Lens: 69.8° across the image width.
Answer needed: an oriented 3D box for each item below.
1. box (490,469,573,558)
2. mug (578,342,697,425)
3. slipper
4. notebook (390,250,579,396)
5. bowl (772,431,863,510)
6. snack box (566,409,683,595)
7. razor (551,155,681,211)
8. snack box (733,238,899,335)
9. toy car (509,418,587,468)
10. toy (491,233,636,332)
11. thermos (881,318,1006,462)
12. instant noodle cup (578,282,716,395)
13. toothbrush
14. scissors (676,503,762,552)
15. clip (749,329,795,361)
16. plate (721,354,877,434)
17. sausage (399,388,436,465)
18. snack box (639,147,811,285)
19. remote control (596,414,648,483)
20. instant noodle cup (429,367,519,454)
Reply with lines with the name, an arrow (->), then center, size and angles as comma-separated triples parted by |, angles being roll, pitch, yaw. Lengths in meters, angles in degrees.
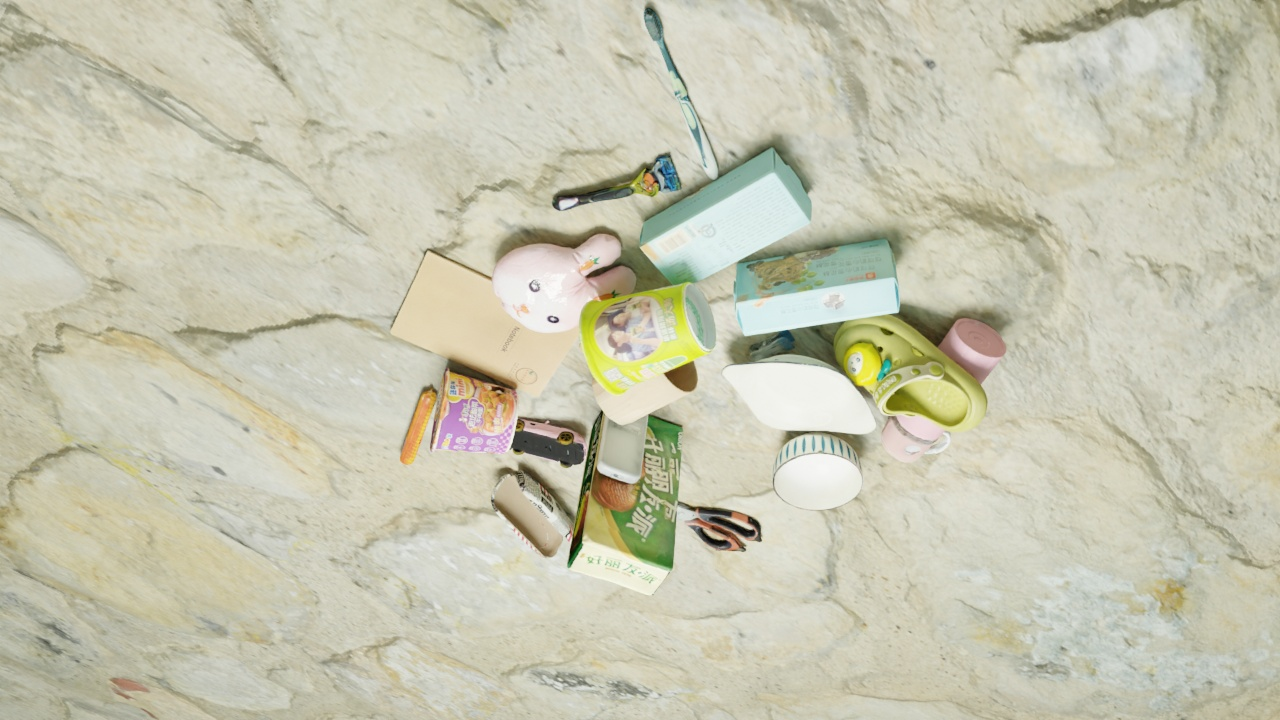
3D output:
box -> -0.139, 0.222, 1.326 | 0.087, 0.076, 0.163 | -6, 132, 39
mug -> -0.007, 0.007, 1.118 | 0.104, 0.084, 0.124 | -31, 98, 31
slipper -> 0.299, 0.020, 1.042 | 0.190, 0.081, 0.092 | 36, 130, 19
notebook -> -0.191, -0.040, 1.138 | 0.207, 0.008, 0.148 | 25, 130, -15
bowl -> 0.231, 0.137, 1.207 | 0.116, 0.066, 0.117 | 3, 133, 4
snack box -> -0.015, 0.166, 1.147 | 0.114, 0.239, 0.063 | 21, 129, -11
razor -> -0.030, -0.181, 0.982 | 0.143, 0.022, 0.043 | -11, 128, 16
snack box -> 0.192, -0.081, 1.010 | 0.175, 0.074, 0.052 | -9, 129, 14
toy car -> -0.130, 0.109, 1.247 | 0.122, 0.037, 0.056 | 13, 130, 12
toy -> -0.089, -0.090, 1.054 | 0.160, 0.054, 0.121 | -19, 128, 12
thermos -> 0.368, 0.045, 1.108 | 0.087, 0.067, 0.199 | 13, 131, -8
instant noodle cup -> 0.014, -0.030, 1.006 | 0.124, 0.111, 0.112 | -16, 128, 25
toothbrush -> 0.042, -0.257, 0.907 | 0.016, 0.018, 0.192 | -14, 128, 18
scissors -> 0.068, 0.237, 1.351 | 0.209, 0.015, 0.185 | -7, 131, 13
clip -> 0.158, -0.016, 1.110 | 0.058, 0.038, 0.026 | -22, 132, 27
plate -> 0.196, 0.036, 1.114 | 0.164, 0.034, 0.164 | 0, 147, 35
sausage -> -0.307, 0.094, 1.263 | 0.021, 0.021, 0.166 | 20, 131, -11
snack box -> 0.089, -0.147, 0.978 | 0.175, 0.051, 0.074 | -26, 126, 28
remote control -> -0.021, 0.093, 1.151 | 0.056, 0.135, 0.020 | 20, 133, -12
instant noodle cup -> -0.213, 0.073, 1.181 | 0.099, 0.111, 0.112 | 13, 132, -15
